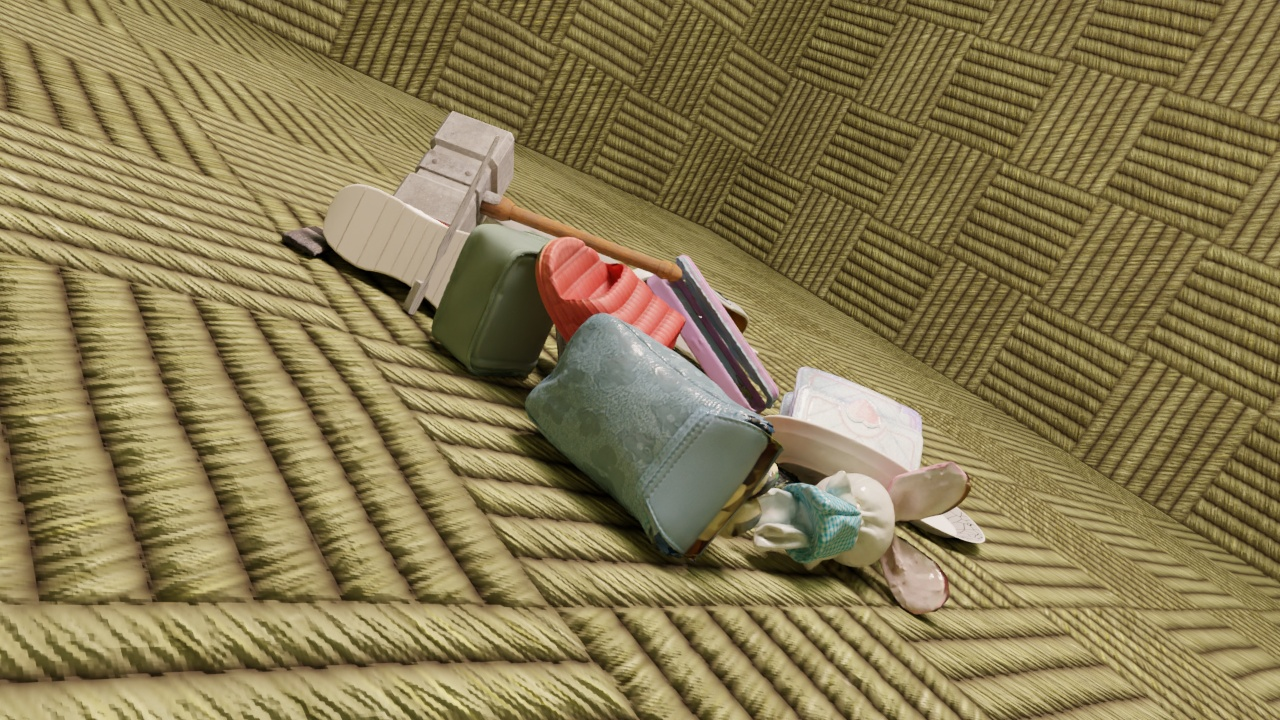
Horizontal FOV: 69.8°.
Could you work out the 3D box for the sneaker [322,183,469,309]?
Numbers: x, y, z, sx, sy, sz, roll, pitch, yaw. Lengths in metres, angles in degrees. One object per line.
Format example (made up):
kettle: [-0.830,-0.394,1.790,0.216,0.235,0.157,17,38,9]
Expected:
sneaker: [-0.191,-0.090,0.914,0.236,0.090,0.104,27,2,-1]

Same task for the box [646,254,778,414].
box: [0.092,-0.027,1.121,0.214,0.065,0.078,57,7,12]

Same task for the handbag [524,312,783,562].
handbag: [0.012,0.059,0.687,0.192,0.121,0.118,35,-2,33]

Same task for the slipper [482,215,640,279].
slipper: [-0.116,-0.105,1.128,0.266,0.080,0.113,32,-31,-9]

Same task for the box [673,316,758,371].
box: [0.086,-0.008,1.256,0.107,0.091,0.102,40,9,23]

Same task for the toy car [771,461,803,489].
toy car: [0.120,0.116,0.845,0.048,0.032,0.105,36,10,28]

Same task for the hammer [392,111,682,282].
hammer: [-0.102,-0.150,1.030,0.318,0.162,0.083,21,-31,4]

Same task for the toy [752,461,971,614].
toy: [0.161,0.138,0.760,0.205,0.131,0.106,7,0,-30]

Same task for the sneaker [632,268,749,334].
sneaker: [0.039,-0.094,1.334,0.127,0.121,0.294,51,20,29]

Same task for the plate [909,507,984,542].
plate: [0.321,0.167,1.098,0.188,0.016,0.188,27,13,-7]

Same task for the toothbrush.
toothbrush: [-0.173,-0.124,0.837,0.010,0.181,0.010,32,8,30]

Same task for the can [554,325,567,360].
can: [-0.052,-0.016,0.859,0.054,0.054,0.135,21,37,-27]

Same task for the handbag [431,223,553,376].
handbag: [-0.118,-0.051,0.811,0.067,0.122,0.106,35,18,34]

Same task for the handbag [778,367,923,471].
handbag: [0.234,0.084,1.027,0.158,0.069,0.126,24,42,-3]

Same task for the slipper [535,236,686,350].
slipper: [0.006,-0.009,0.789,0.249,0.059,0.103,53,37,-16]

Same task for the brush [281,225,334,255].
brush: [-0.314,-0.123,0.919,0.039,0.012,0.151,27,13,-3]

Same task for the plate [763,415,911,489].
plate: [0.192,0.113,0.895,0.182,0.034,0.182,26,-15,7]
